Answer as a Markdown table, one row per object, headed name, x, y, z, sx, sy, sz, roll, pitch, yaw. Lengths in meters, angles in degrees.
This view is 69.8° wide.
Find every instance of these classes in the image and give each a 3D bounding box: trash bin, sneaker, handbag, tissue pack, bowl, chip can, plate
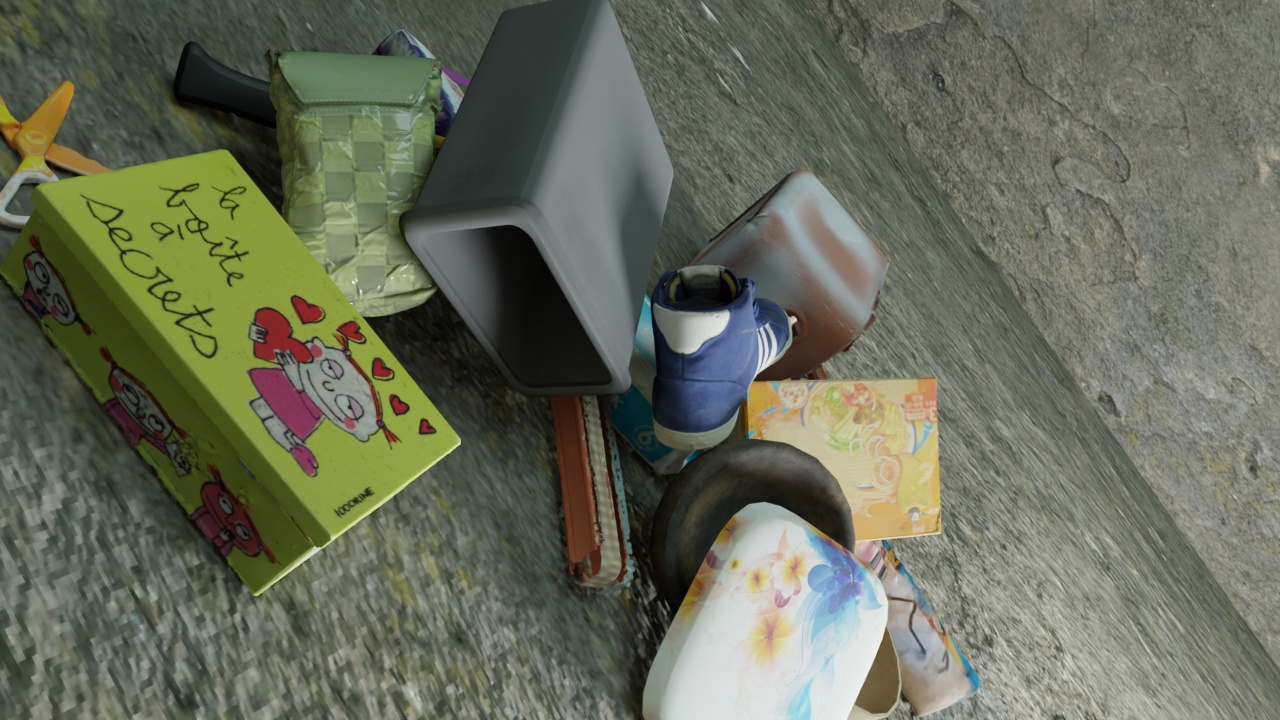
| name | x | y | z | sx | sy | sz | roll | pitch | yaw |
| --- | --- | --- | --- | --- | --- | --- | --- | --- | --- |
| trash bin | 0.144 | -0.083 | 0.995 | 0.157 | 0.182 | 0.259 | 48 | 31 | -6 |
| sneaker | 0.064 | -0.041 | 0.752 | 0.232 | 0.091 | 0.118 | -49 | 140 | -51 |
| handbag | -0.165 | -0.225 | 0.834 | 0.144 | 0.068 | 0.169 | 61 | 24 | 11 |
| tissue pack | -0.005 | 0.005 | 0.811 | 0.209 | 0.066 | 0.116 | 50 | 31 | -10 |
| bowl | 0.081 | 0.141 | 0.719 | 0.162 | 0.162 | 0.070 | 46 | -13 | -14 |
| chip can | 0.238 | 0.235 | 0.903 | 0.229 | 0.080 | 0.079 | 56 | 30 | 5 |
| trash bin | -0.058 | -0.116 | 0.661 | 0.192 | 0.098 | 0.219 | 62 | 32 | -48 |
| handbag | -0.193 | -0.122 | 0.630 | 0.113 | 0.117 | 0.186 | -2 | 90 | -17 |
| plate | 0.101 | 0.213 | 0.666 | 0.187 | 0.016 | 0.186 | 36 | 76 | -27 |
| bowl | 0.162 | 0.245 | 0.806 | 0.152 | 0.051 | 0.152 | 35 | 34 | -29 |

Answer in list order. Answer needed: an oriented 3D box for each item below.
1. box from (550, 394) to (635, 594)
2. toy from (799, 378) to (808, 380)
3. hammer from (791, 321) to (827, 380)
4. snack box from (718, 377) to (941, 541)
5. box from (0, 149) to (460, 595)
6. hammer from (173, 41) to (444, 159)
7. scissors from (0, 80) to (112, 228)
| name | x | y | z | sx | sy | sz | roll | pitch | yaw |
| --- | --- | --- | --- | --- | --- | --- | --- | --- | --- |
| box | -0.042 | 0.083 | 0.691 | 0.060 | 0.058 | 0.186 | -5 | 53 | -9 |
| toy | 0.190 | 0.065 | 1.056 | 0.049 | 0.030 | 0.111 | 8 | 57 | -33 |
| hammer | 0.219 | 0.013 | 1.154 | 0.111 | 0.028 | 0.300 | 15 | 47 | -49 |
| snack box | 0.166 | 0.087 | 0.831 | 0.195 | 0.081 | 0.145 | -1 | 89 | -19 |
| box | -0.217 | -0.001 | 0.498 | 0.221 | 0.082 | 0.124 | 54 | 30 | -1 |
| hammer | -0.186 | -0.170 | 0.715 | 0.323 | 0.127 | 0.029 | 9 | 17 | -38 |
| scissors | -0.343 | -0.121 | 0.513 | 0.125 | 0.011 | 0.129 | 25 | 42 | -38 |
